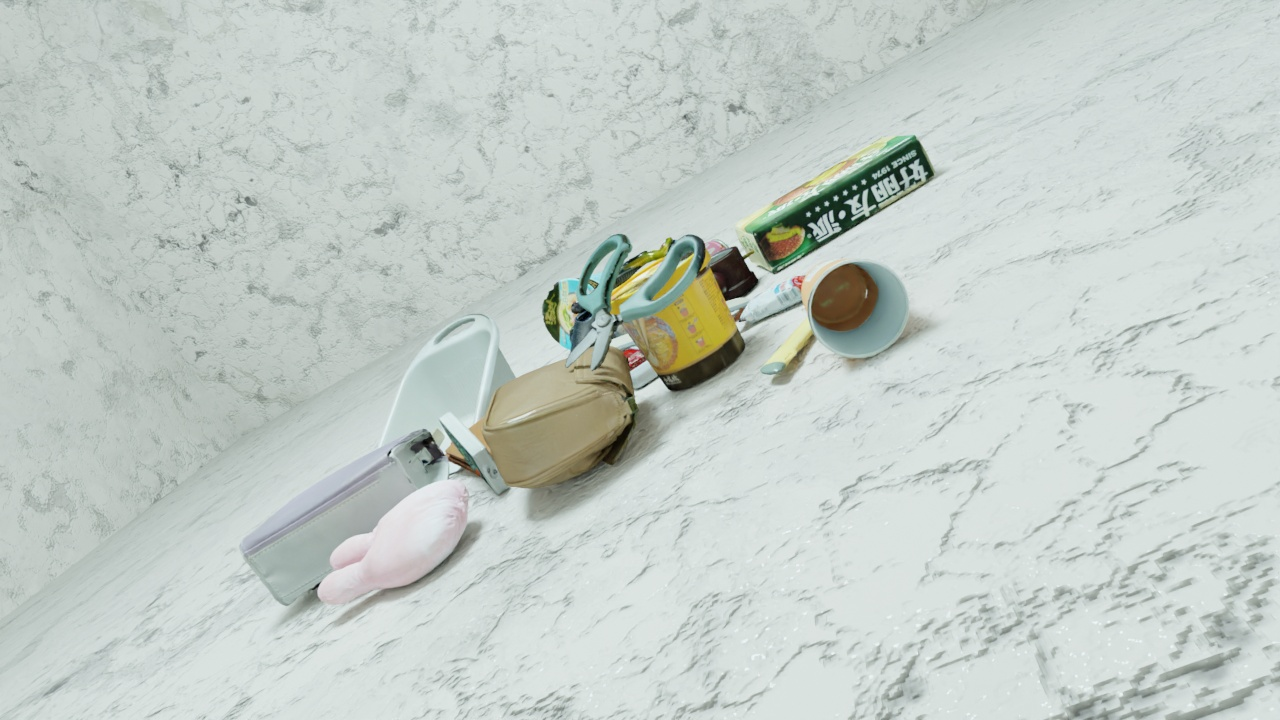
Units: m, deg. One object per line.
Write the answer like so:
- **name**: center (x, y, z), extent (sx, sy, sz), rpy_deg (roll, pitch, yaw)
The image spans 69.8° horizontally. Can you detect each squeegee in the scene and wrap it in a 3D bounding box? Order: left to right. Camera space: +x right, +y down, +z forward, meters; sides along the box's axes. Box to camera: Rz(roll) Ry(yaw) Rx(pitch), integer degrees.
- **squeegee**: center (-0.015, -0.038, 1.147), extent (0.246, 0.039, 0.247), rpy_deg (-19, 2, -14)

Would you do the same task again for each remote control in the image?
- **remote control**: center (-0.180, 0.097, 0.978), extent (0.019, 0.056, 0.135), rpy_deg (-35, 28, -16)
- **remote control**: center (-0.006, 0.006, 1.066), extent (0.055, 0.020, 0.136), rpy_deg (-33, 13, -12)

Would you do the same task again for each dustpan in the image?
- **dustpan**: center (-0.280, 0.052, 1.255), extent (0.223, 0.142, 0.256), rpy_deg (-23, 14, 32)

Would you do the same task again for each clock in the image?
- **clock**: center (0.093, -0.097, 1.145), extent (0.082, 0.055, 0.121), rpy_deg (-15, 18, 49)

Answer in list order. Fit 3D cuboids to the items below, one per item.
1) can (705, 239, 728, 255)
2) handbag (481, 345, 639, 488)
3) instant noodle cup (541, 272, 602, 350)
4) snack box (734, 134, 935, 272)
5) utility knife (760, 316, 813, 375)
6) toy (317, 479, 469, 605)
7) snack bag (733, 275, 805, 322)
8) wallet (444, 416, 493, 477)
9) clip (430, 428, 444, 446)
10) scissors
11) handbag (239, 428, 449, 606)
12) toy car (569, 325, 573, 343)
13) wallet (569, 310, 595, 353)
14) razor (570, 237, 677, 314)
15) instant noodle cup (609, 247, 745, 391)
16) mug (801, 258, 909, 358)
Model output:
- **can**: center (0.061, -0.106, 1.247), extent (0.147, 0.058, 0.058), rpy_deg (-37, 14, -23)
- **handbag**: center (-0.072, 0.054, 0.878), extent (0.148, 0.100, 0.204), rpy_deg (-23, 13, 3)
- **instant noodle cup**: center (-0.071, -0.082, 1.387), extent (0.111, 0.111, 0.120), rpy_deg (-23, 6, 31)
- **snack box**: center (0.245, -0.204, 1.183), extent (0.240, 0.063, 0.114), rpy_deg (-30, 14, 1)
- **utility knife**: center (0.149, -0.026, 0.840), extent (0.031, 0.019, 0.174), rpy_deg (-15, 21, 38)
- **toy**: center (-0.230, 0.172, 0.867), extent (0.160, 0.054, 0.121), rpy_deg (-28, 24, 11)
- **snack bag**: center (0.144, -0.065, 0.977), extent (0.106, 0.026, 0.045), rpy_deg (-26, 17, 31)
- **wallet**: center (-0.163, 0.083, 1.090), extent (0.131, 0.031, 0.108), rpy_deg (-38, 25, -26)
- **clip**: center (-0.288, 0.135, 1.146), extent (0.089, 0.035, 0.103), rpy_deg (-34, 28, 25)
- **scissors**: center (-0.004, -0.063, 0.844), extent (0.177, 0.019, 0.174), rpy_deg (-15, 46, 29)
- **handbag**: center (-0.309, 0.163, 0.995), extent (0.197, 0.098, 0.145), rpy_deg (-31, 15, 6)
- **toy car**: center (-0.042, -0.049, 1.277), extent (0.121, 0.054, 0.036), rpy_deg (-30, 16, 11)
- **wallet**: center (-0.068, -0.028, 1.201), extent (0.019, 0.097, 0.120), rpy_deg (16, 26, 10)
- **razor**: center (-0.010, -0.088, 0.907), extent (0.143, 0.022, 0.042), rpy_deg (-31, 10, 6)
- **instant noodle cup**: center (0.039, -0.041, 0.927), extent (0.118, 0.114, 0.118), rpy_deg (-30, 13, 8)
- **mug**: center (0.170, -0.052, 0.768), extent (0.078, 0.078, 0.122), rpy_deg (-30, 9, 7)
